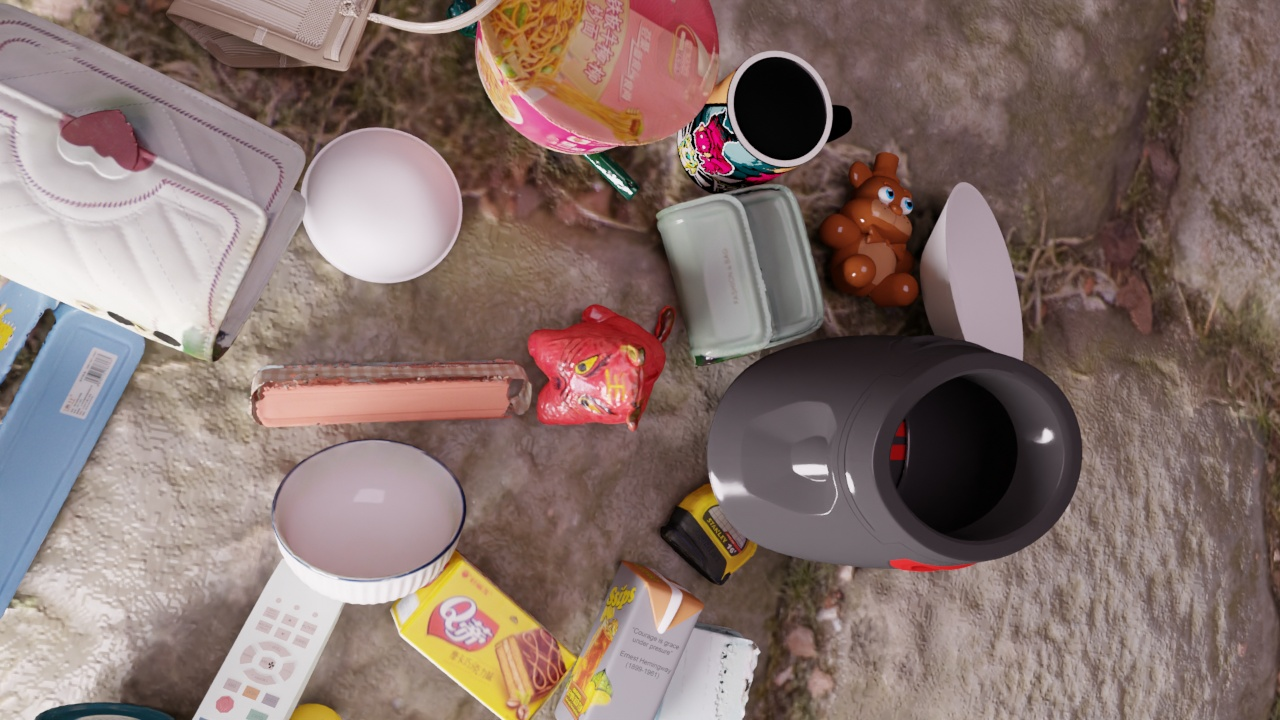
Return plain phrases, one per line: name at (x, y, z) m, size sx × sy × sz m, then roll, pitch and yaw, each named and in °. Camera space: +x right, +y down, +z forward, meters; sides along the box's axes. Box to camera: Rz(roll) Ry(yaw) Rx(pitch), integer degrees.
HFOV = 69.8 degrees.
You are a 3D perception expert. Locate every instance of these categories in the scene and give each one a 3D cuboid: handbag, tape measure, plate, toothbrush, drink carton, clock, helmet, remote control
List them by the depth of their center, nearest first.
handbag at (-0.315, -0.101, 0.540) m, size 0.198 × 0.096 × 0.141 m, roll 24°, pitch 67°, yaw -14°
handbag at (-0.170, -0.260, 0.580) m, size 0.198 × 0.062 × 0.175 m, roll 18°, pitch 82°, yaw 14°
remote control at (-0.236, 0.197, 0.581) m, size 0.049 × 0.024 × 0.143 m, roll 22°, pitch 60°, yaw -1°
clock at (-0.209, 0.293, 0.593) m, size 0.152 × 0.052 × 0.113 m, roll 47°, pitch 65°, yaw -16°
drink carton at (-0.009, 0.213, 0.655) m, size 0.048 × 0.076 × 0.124 m, roll 26°, pitch 84°, yaw -16°
helmet at (0.164, 0.064, 0.664) m, size 0.264 × 0.170 × 0.164 m, roll 0°, pitch 89°, yaw -25°
toothbrush at (-0.070, -0.192, 0.678) m, size 0.190 × 0.017 × 0.016 m, roll 44°, pitch 72°, yaw -12°
handbag at (0.075, -0.065, 0.695) m, size 0.106 × 0.067 × 0.122 m, roll -15°, pitch 93°, yaw -17°
tape measure at (0.056, 0.128, 0.696) m, size 0.065 × 0.037 × 0.064 m, roll 45°, pitch 76°, yaw -14°
plate at (0.264, -0.055, 0.748) m, size 0.173 × 0.036 × 0.173 m, roll 18°, pitch 66°, yaw -49°

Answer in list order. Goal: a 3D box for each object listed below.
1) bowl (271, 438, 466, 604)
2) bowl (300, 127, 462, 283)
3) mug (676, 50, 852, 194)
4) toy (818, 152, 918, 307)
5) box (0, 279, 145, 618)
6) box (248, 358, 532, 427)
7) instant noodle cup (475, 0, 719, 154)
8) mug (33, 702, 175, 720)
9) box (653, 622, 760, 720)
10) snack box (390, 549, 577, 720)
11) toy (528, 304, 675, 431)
bowl at (-0.176, 0.114, 0.597) m, size 0.118 × 0.118 × 0.062 m, roll 0°, pitch 130°, yaw -18°
bowl at (-0.175, -0.110, 0.628) m, size 0.109 × 0.041 × 0.110 m, roll 1°, pitch 88°, yaw -18°
mug at (0.099, -0.174, 0.690) m, size 0.118 × 0.098 × 0.082 m, roll -5°, pitch 89°, yaw -18°
toy at (0.193, -0.108, 0.738) m, size 0.095 × 0.065 × 0.127 m, roll 22°, pitch 76°, yaw -26°
box at (-0.390, 0.059, 0.558) m, size 0.209 × 0.078 × 0.074 m, roll -66°, pitch 149°, yaw -11°
box at (-0.169, 0.022, 0.635) m, size 0.188 × 0.062 × 0.058 m, roll 1°, pitch 113°, yaw -20°
instant noodle cup at (-0.040, -0.223, 0.646) m, size 0.178 × 0.078 × 0.178 m, roll 5°, pitch 79°, yaw -25°
mug at (-0.318, 0.270, 0.554) m, size 0.113 × 0.083 × 0.107 m, roll 18°, pitch 78°, yaw -45°
box at (0.027, 0.295, 0.682) m, size 0.083 × 0.066 × 0.199 m, roll 14°, pitch 83°, yaw 7°
snack box at (-0.106, 0.184, 0.617) m, size 0.106 × 0.084 × 0.061 m, roll 44°, pitch 74°, yaw -11°
toy at (-0.004, 0.004, 0.651) m, size 0.132 × 0.094 × 0.088 m, roll -31°, pitch 115°, yaw -45°
